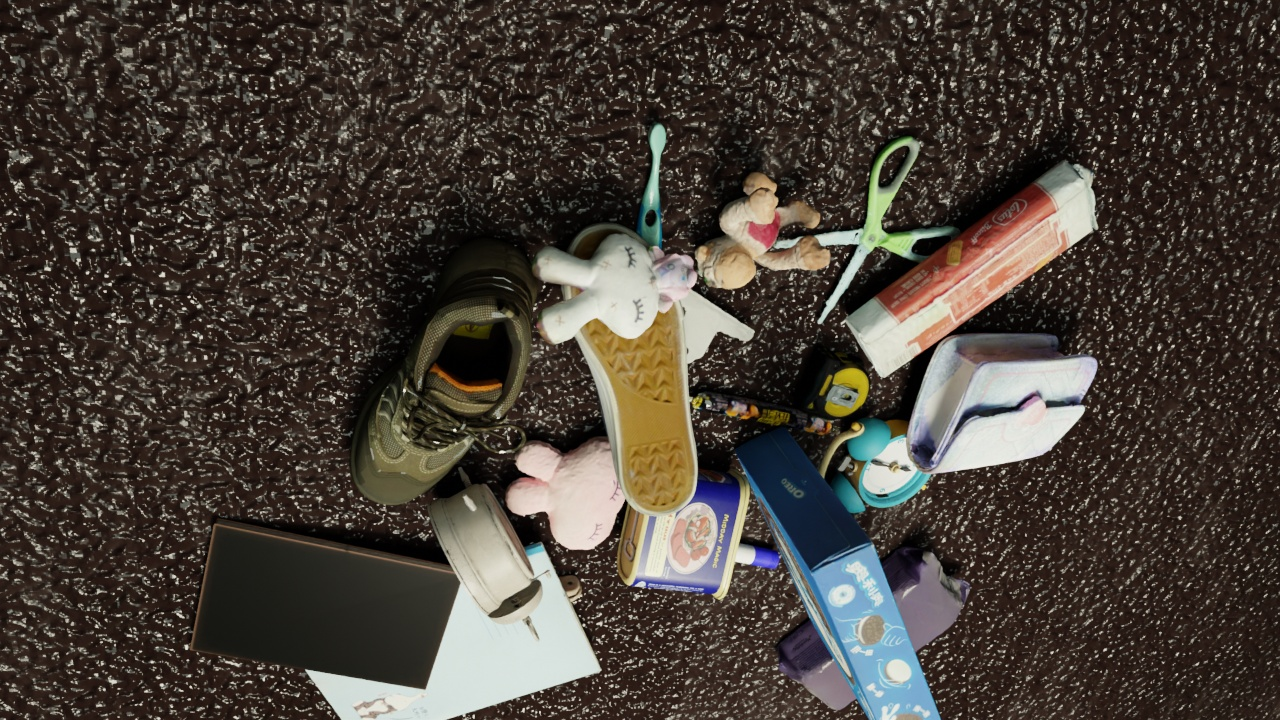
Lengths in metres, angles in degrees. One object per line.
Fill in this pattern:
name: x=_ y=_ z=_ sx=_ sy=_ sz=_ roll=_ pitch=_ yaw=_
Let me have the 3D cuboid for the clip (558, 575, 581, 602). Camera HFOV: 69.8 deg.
clip: x=-0.088 y=0.220 z=0.867 sx=0.052 sy=0.026 sz=0.059 roll=27 pitch=117 yaw=-23

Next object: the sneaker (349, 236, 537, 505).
sneaker: x=-0.139 y=0.037 z=0.682 sx=0.101 sy=0.142 sz=0.238 roll=22 pitch=111 yaw=-25

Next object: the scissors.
scissors: x=0.195 y=-0.102 z=0.767 sx=0.172 sy=0.023 sz=0.172 roll=12 pitch=116 yaw=-27

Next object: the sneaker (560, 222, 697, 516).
sneaker: x=-0.004 y=0.004 z=0.737 sx=0.087 sy=0.079 sz=0.235 roll=-14 pitch=101 yaw=-4

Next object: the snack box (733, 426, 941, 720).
snack box: x=0.174 y=0.201 z=0.813 sx=0.056 sy=0.195 sz=0.239 roll=-26 pitch=116 yaw=-1

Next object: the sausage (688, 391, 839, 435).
sausage: x=0.113 y=0.047 z=0.825 sx=0.155 sy=0.020 sz=0.020 roll=12 pitch=114 yaw=-21

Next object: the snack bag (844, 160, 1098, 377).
snack bag: x=0.282 y=-0.075 z=0.782 sx=0.225 sy=0.041 sz=0.077 roll=-38 pitch=139 yaw=6

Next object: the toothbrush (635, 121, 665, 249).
toothbrush: x=0.008 y=-0.118 z=0.711 sx=0.022 sy=0.017 sz=0.135 roll=-4 pitch=122 yaw=-13

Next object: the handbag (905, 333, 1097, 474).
handbag: x=0.330 y=0.044 z=0.838 sx=0.158 sy=0.069 sz=0.127 roll=-2 pitch=118 yaw=-29

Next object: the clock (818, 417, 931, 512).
clock: x=0.226 y=0.099 z=0.871 sx=0.129 sy=0.043 sz=0.099 roll=0 pitch=118 yaw=-23

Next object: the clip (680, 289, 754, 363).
clip: x=0.041 y=-0.029 z=0.769 sx=0.101 sy=0.045 sz=0.055 roll=31 pitch=99 yaw=-26

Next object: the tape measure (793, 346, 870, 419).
tape measure: x=0.175 y=0.023 z=0.819 sx=0.061 sy=0.034 sz=0.062 roll=10 pitch=116 yaw=-22

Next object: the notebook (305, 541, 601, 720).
notebook: x=-0.183 y=0.271 z=0.863 sx=0.253 sy=0.009 sz=0.181 roll=-18 pitch=121 yaw=2

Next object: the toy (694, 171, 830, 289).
toy: x=0.080 y=-0.093 z=0.708 sx=0.106 sy=0.074 sz=0.085 roll=-32 pitch=133 yaw=32

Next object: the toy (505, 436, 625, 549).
toy: x=-0.063 y=0.111 z=0.798 sx=0.105 sy=0.053 sz=0.108 roll=16 pitch=107 yaw=-9

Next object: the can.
can: x=0.037 y=0.151 z=0.828 sx=0.092 sy=0.056 sz=0.116 roll=10 pitch=97 yaw=-17

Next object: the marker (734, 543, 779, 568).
marker: x=0.069 y=0.181 z=0.888 sx=0.141 sy=0.020 sz=0.020 roll=15 pitch=113 yaw=-22

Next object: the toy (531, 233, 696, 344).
toy: x=-0.019 y=-0.055 z=0.667 sx=0.122 sy=0.038 sz=0.079 roll=-10 pitch=80 yaw=-9

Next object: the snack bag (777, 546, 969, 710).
snack bag: x=0.248 y=0.285 z=0.968 sx=0.205 sy=0.058 sz=0.096 roll=-42 pitch=119 yaw=11

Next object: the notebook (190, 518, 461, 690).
notebook: x=-0.276 y=0.220 z=0.808 sx=0.209 sy=0.008 sz=0.142 roll=15 pitch=113 yaw=-14

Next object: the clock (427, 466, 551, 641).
clock: x=-0.118 y=0.169 z=0.769 sx=0.061 sy=0.103 sz=0.157 roll=-29 pitch=104 yaw=-8
